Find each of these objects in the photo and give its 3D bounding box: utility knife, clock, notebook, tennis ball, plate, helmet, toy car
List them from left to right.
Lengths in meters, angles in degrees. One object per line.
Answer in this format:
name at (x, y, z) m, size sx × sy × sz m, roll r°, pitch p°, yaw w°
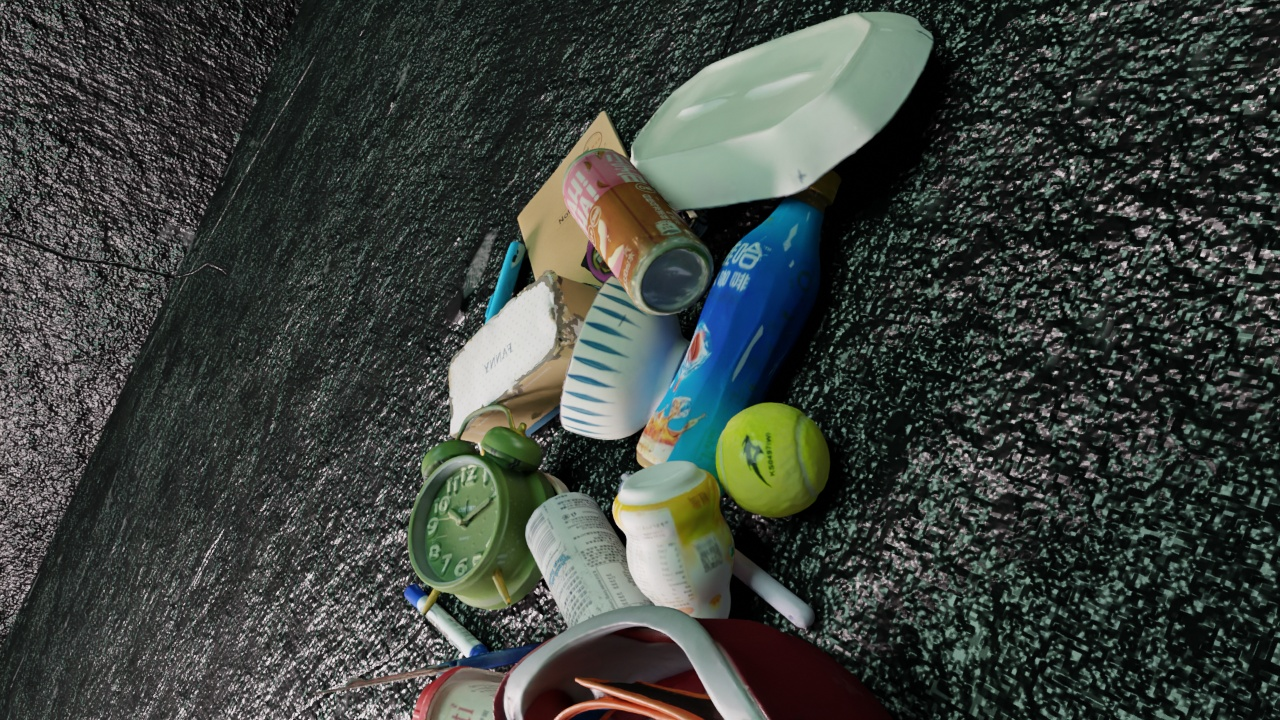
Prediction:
clock at (-0.123, 0.111, 0.705) m, size 0.116 × 0.056 × 0.161 m, roll -17°, pitch 61°, yaw 33°
utility knife at (-0.144, -0.027, 0.875) m, size 0.034 × 0.018 × 0.187 m, roll 135°, pitch 152°, yaw -64°
notebook at (-0.054, -0.125, 0.846) m, size 0.148 × 0.008 × 0.207 m, roll -46°, pitch 40°, yaw 24°
toy car at (0.028, -0.115, 0.717) m, size 0.049 × 0.031 × 0.105 m, roll -41°, pitch 34°, yaw 27°
helmet at (0.044, 0.228, 0.403) m, size 0.208 × 0.143 × 0.239 m, roll -21°, pitch 68°, yaw 44°
plate at (0.077, -0.176, 0.641) m, size 0.161 × 0.034 × 0.266 m, roll -55°, pitch 28°, yaw -16°
tennis ball at (0.075, 0.057, 0.526) m, size 0.066 × 0.065 × 0.065 m, roll -29°, pitch 48°, yaw 39°

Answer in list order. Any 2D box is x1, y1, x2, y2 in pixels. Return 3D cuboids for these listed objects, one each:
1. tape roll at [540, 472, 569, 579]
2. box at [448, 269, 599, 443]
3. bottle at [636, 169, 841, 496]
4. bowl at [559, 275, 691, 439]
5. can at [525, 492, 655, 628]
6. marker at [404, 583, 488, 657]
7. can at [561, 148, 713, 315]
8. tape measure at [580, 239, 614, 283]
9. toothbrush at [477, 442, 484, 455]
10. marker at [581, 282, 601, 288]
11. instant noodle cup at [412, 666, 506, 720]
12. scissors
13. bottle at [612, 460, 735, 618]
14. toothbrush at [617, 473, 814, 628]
tape roll at (-0.087, 0.129, 0.716) m, size 0.086 × 0.014 × 0.085 m, roll -18°, pitch 60°, yaw 33°
box at (-0.100, 0.007, 0.768) m, size 0.185 × 0.061 × 0.089 m, roll -36°, pitch 50°, yaw 42°
bottle at (0.070, -0.022, 0.583) m, size 0.065 × 0.065 × 0.218 m, roll 24°, pitch 88°, yaw 54°
bowl at (-0.004, 0.004, 0.640) m, size 0.066 × 0.116 × 0.116 m, roll 19°, pitch 82°, yaw 11°
can at (-0.027, 0.151, 0.604) m, size 0.058 × 0.058 × 0.146 m, roll -56°, pitch 37°, yaw 12°
marker at (-0.164, 0.220, 0.769) m, size 0.146 × 0.017 × 0.017 m, roll 14°, pitch 81°, yaw 54°
can at (-0.006, -0.090, 0.621) m, size 0.058 × 0.058 × 0.147 m, roll -52°, pitch 40°, yaw 16°
tape measure at (-0.013, -0.086, 0.737) m, size 0.058 × 0.039 × 0.057 m, roll 34°, pitch 109°, yaw 30°
toothbrush at (-0.137, 0.091, 0.815) m, size 0.018 × 0.016 × 0.191 m, roll -56°, pitch 36°, yaw 26°
marker at (-0.017, -0.047, 0.742) m, size 0.124 × 0.015 × 0.018 m, roll 20°, pitch 89°, yaw 52°
instant noodle cup at (-0.070, 0.256, 0.558) m, size 0.124 × 0.116 × 0.116 m, roll -4°, pitch 65°, yaw 38°
scissors at (-0.132, 0.211, 0.630) m, size 0.161 × 0.163 × 0.012 m, roll 110°, pitch 151°, yaw -70°
bottle at (0.024, 0.115, 0.527) m, size 0.063 × 0.063 × 0.108 m, roll -1°, pitch 108°, yaw 51°
toothbrush at (0.041, 0.115, 0.573) m, size 0.021 × 0.029 × 0.189 m, roll -32°, pitch 31°, yaw -21°
